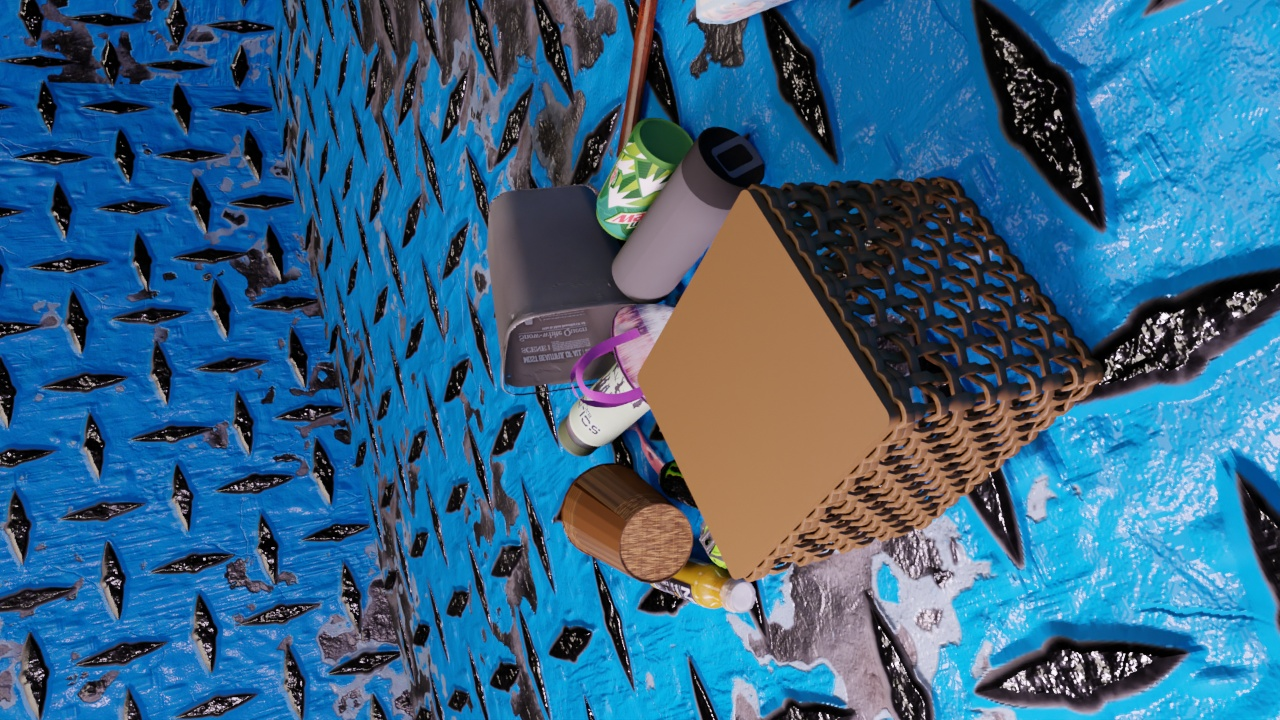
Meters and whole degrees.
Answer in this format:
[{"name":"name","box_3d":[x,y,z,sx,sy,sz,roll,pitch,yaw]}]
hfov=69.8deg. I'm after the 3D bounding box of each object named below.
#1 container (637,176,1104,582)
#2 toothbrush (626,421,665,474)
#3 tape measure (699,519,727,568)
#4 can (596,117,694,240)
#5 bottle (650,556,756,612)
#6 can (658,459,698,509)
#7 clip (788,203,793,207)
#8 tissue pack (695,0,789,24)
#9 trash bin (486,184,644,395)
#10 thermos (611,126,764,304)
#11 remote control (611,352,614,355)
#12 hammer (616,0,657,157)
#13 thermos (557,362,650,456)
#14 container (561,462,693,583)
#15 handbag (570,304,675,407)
[{"name":"container","box_3d":[0.168,0.013,0.763,0.219,0.213,0.252,64,146,28]},{"name":"toothbrush","box_3d":[0.013,0.125,1.259,0.135,0.016,0.022,53,140,41]},{"name":"tape measure","box_3d":[0.097,0.219,1.118,0.065,0.035,0.059,53,140,39]},{"name":"can","box_3d":[0.004,-0.218,1.118,0.144,0.083,0.083,-53,52,51]},{"name":"bottle","box_3d":[0.074,0.279,1.155,0.186,0.053,0.053,-1,96,60]},{"name":"can","box_3d":[0.075,0.156,1.121,0.138,0.053,0.054,11,107,60]},{"name":"clip","box_3d":[0.153,-0.131,0.946,0.060,0.024,0.039,110,143,-56]},{"name":"tissue pack","box_3d":[0.115,-0.402,0.896,0.182,0.069,0.112,14,109,61]},{"name":"trash bin","box_3d":[-0.112,-0.102,1.243,0.198,0.197,0.219,109,148,-56]},{"name":"thermos","box_3d":[0.050,-0.160,1.055,0.241,0.082,0.082,-49,56,53]},{"name":"remote control","box_3d":[-0.042,0.012,1.325,0.136,0.015,0.032,64,146,23]},{"name":"hammer","box_3d":[0.003,-0.393,1.131,0.111,0.028,0.301,46,135,47]},{"name":"thermos","box_3d":[-0.037,0.058,1.250,0.232,0.082,0.082,-44,59,49]},{"name":"container","box_3d":[-0.014,0.215,1.191,0.167,0.132,0.132,-166,70,-66]},{"name":"handbag","box_3d":[-0.007,0.006,1.099,0.068,0.169,0.144,-36,78,57]}]
